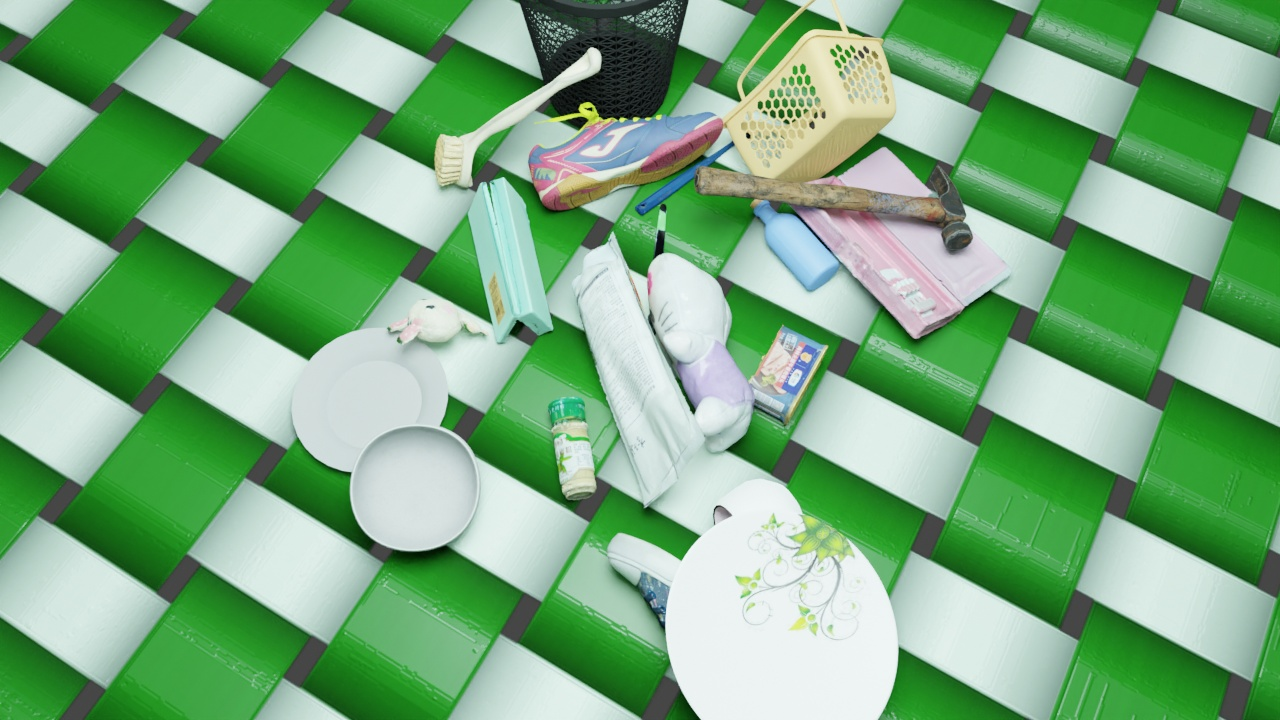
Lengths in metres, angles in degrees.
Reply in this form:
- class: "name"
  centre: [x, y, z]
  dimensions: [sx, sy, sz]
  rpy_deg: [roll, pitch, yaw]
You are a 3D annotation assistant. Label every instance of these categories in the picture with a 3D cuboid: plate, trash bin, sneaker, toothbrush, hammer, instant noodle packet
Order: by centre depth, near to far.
- class: "plate"
  centre: [0.131, 0.256, 0.865]
  dimensions: [0.229, 0.030, 0.229]
  rpy_deg: [6, 66, -13]
- class: "sneaker"
  centre: [0.054, 0.263, 0.910]
  dimensions: [0.235, 0.087, 0.079]
  rpy_deg: [35, 75, 10]
- class: "instant noodle packet"
  centre: [-0.006, 0.006, 0.982]
  dimensions: [0.057, 0.147, 0.269]
  rpy_deg: [-7, 59, -28]
- class: "plate"
  centre: [-0.302, 0.046, 1.033]
  dimensions: [0.173, 0.019, 0.172]
  rpy_deg: [0, 67, 0]
- class: "hammer"
  centre: [0.222, -0.196, 1.069]
  dimensions: [0.330, 0.033, 0.119]
  rpy_deg: [5, 52, -13]
- class: "toothbrush"
  centre: [0.020, -0.112, 1.105]
  dimensions: [0.014, 0.017, 0.187]
  rpy_deg: [4, 66, 3]
- class: "trash bin"
  centre: [-0.043, -0.417, 1.110]
  dimensions: [0.217, 0.244, 0.216]
  rpy_deg: [0, 67, 0]
- class: "sneaker"
  centre: [-0.021, -0.267, 1.116]
  dimensions: [0.242, 0.116, 0.091]
  rpy_deg: [-20, 78, -2]
- class: "toothbrush"
  centre: [0.069, -0.243, 1.160]
  dimensions: [0.189, 0.017, 0.016]
  rpy_deg: [-38, 71, -15]

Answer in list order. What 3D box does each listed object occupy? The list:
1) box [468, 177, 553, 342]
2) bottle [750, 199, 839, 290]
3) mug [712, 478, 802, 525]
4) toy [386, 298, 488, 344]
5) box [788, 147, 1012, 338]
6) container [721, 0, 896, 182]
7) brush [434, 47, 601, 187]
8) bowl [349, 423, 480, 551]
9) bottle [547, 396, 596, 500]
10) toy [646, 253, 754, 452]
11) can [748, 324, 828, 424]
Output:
- class: "box"
  centre: [-0.168, -0.115, 1.080]
  dimensions: [0.079, 0.077, 0.188]
  rpy_deg: [-19, 69, 9]
- class: "bottle"
  centre: [0.179, -0.146, 1.103]
  dimensions: [0.048, 0.048, 0.131]
  rpy_deg: [-33, 71, -14]
- class: "mug"
  centre: [0.132, 0.183, 0.944]
  dimensions: [0.076, 0.090, 0.124]
  rpy_deg: [-20, 86, -20]
- class: "toy"
  centre: [-0.231, -0.045, 1.046]
  dimensions: [0.112, 0.087, 0.050]
  rpy_deg: [-12, 110, -18]
- class: "box"
  centre: [0.307, -0.143, 1.105]
  dimensions: [0.179, 0.055, 0.233]
  rpy_deg: [-27, 68, -28]
- class: "container"
  centre: [0.195, -0.321, 1.093]
  dimensions: [0.129, 0.184, 0.167]
  rpy_deg: [-11, 75, -34]
- class: "brush"
  centre: [-0.150, -0.283, 1.072]
  dimensions: [0.273, 0.077, 0.062]
  rpy_deg: [-27, 75, 32]
- class: "bowl"
  centre: [-0.235, 0.133, 0.965]
  dimensions: [0.131, 0.064, 0.131]
  rpy_deg: [1, 82, -10]
- class: "bottle"
  centre: [-0.074, 0.096, 1.002]
  dimensions: [0.042, 0.043, 0.109]
  rpy_deg: [-9, 68, -4]
- class: "toy"
  centre: [0.066, -0.013, 0.997]
  dimensions: [0.085, 0.137, 0.209]
  rpy_deg: [-19, 69, 8]
- class: "can"
  centre: [0.162, 0.015, 1.031]
  dimensions: [0.059, 0.054, 0.099]
  rpy_deg: [27, 69, 12]
